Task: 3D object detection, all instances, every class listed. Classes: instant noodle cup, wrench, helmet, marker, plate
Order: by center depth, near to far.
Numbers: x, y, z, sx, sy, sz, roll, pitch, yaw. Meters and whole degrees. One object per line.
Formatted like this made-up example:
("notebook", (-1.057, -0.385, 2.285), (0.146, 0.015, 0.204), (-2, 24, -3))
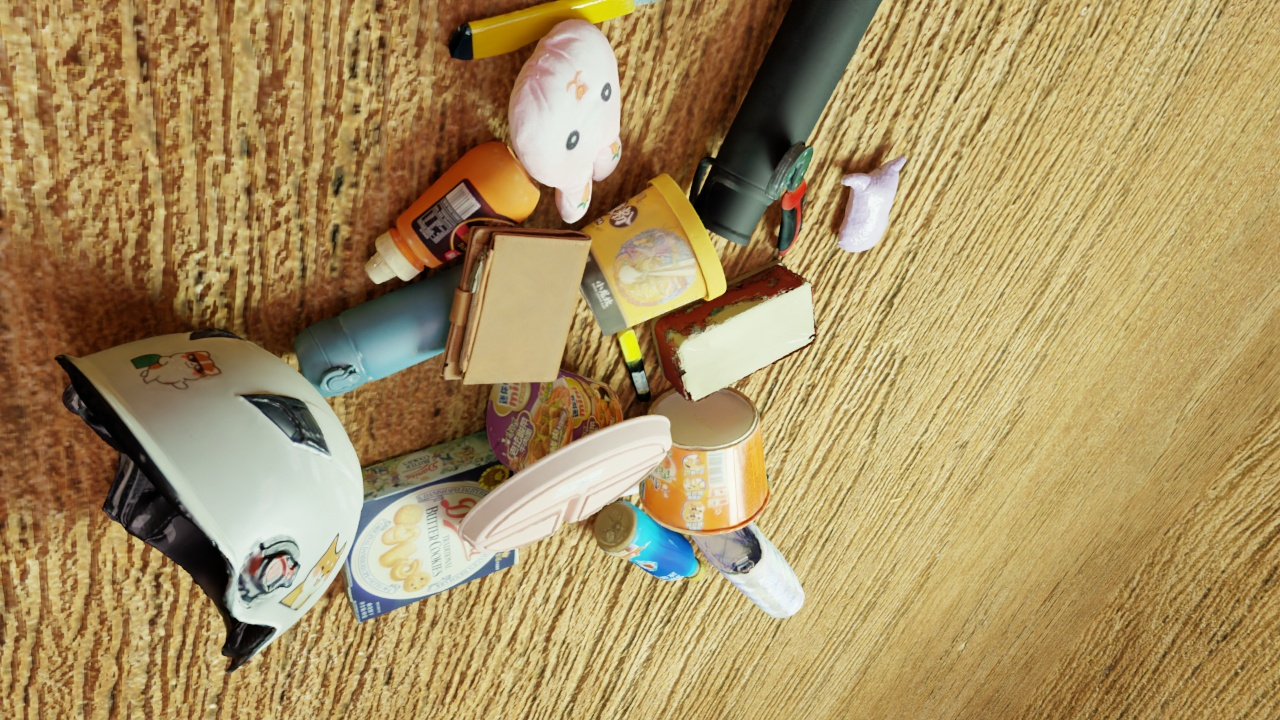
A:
("helmet", (-0.293, 0.081, 0.676), (0.156, 0.230, 0.275), (-34, 149, -36))
("instant noodle cup", (-0.002, -0.087, 0.809), (0.114, 0.118, 0.118), (-27, 139, -2))
("wrench", (0.138, -0.141, 0.840), (0.056, 0.016, 0.273), (-55, 169, 0))
("plate", (-0.066, 0.125, 0.888), (0.229, 0.028, 0.230), (-27, 162, -10))
("instant noodle cup", (-0.078, 0.057, 0.892), (0.099, 0.111, 0.112), (12, 119, -52))
("marker", (-0.006, 0.006, 0.964), (0.018, 0.015, 0.124), (-29, 142, -10))
("instant noodle cup", (0.070, 0.102, 1.013), (0.151, 0.151, 0.112), (-20, 128, -21))

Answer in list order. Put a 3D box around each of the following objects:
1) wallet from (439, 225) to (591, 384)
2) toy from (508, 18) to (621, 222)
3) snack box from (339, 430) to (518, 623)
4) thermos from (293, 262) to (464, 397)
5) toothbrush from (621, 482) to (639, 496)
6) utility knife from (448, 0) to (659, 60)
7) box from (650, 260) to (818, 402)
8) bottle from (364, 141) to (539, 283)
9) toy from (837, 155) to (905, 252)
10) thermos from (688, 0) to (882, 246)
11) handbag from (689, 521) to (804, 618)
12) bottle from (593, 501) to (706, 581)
("wallet", (-0.100, -0.042, 0.735), (0.107, 0.031, 0.132), (-3, 119, -37))
("toy", (-0.051, -0.181, 0.711), (0.121, 0.054, 0.159), (-60, 157, -18))
("snack box", (-0.215, 0.167, 0.930), (0.182, 0.045, 0.178), (-17, 135, -24))
("thermos", (-0.173, -0.035, 0.759), (0.220, 0.070, 0.070), (-25, 138, -17))
("toothbrush", (0.007, 0.150, 1.100), (0.188, 0.029, 0.021), (-8, 168, -30))
("utility knife", (-0.059, -0.256, 0.683), (0.180, 0.015, 0.033), (-23, 158, -20))
("box", (0.103, -0.029, 0.954), (0.168, 0.075, 0.091), (-26, 126, -16))
("bottle", (-0.153, -0.108, 0.718), (0.149, 0.066, 0.067), (-34, 140, 5))
("toy", (0.239, -0.159, 0.974), (0.083, 0.039, 0.108), (-19, 138, -23))
("thermos", (0.115, -0.225, 0.795), (0.068, 0.090, 0.243), (11, 114, -47))
("handbag", (0.138, 0.255, 1.206), (0.075, 0.134, 0.194), (-40, 141, 1))
("bottle", (0.023, 0.238, 1.156), (0.065, 0.065, 0.218), (-44, 139, 5))
